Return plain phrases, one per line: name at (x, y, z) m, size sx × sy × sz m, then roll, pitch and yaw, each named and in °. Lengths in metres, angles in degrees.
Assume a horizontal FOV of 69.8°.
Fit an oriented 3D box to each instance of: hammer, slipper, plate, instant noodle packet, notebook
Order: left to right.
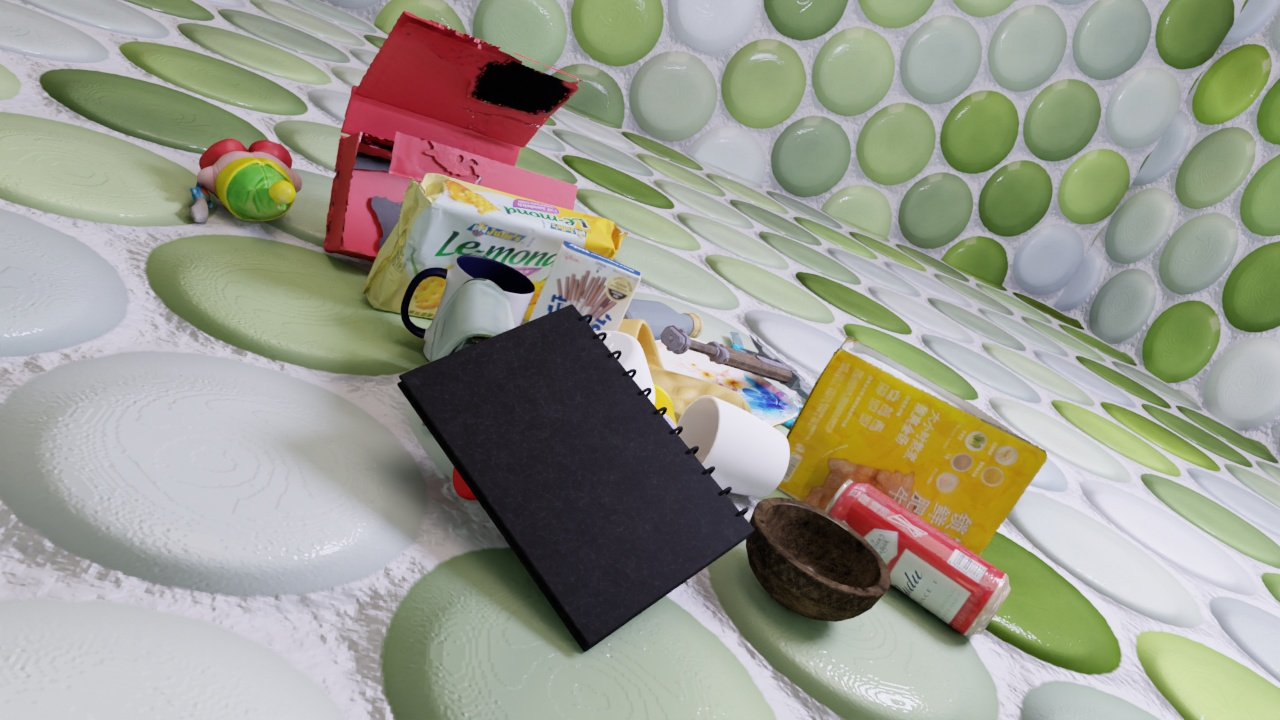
notebook at (-0.042, 0.069, 0.668) m, size 0.168 × 0.019 × 0.231 m, roll -26°, pitch 68°, yaw -36°
slipper at (-0.006, 0.006, 0.951) m, size 0.263 × 0.079 × 0.099 m, roll 21°, pitch 30°, yaw 0°
plate at (0.079, 0.031, 1.072) m, size 0.187 × 0.016 × 0.186 m, roll 35°, pitch 27°, yaw 28°
hammer at (0.112, 0.001, 1.030) m, size 0.147 × 0.028 × 0.316 m, roll 43°, pitch 15°, yaw 29°
instant noodle packet at (0.260, 0.101, 0.915) m, size 0.221 × 0.163 × 0.084 m, roll 30°, pitch 19°, yaw 12°

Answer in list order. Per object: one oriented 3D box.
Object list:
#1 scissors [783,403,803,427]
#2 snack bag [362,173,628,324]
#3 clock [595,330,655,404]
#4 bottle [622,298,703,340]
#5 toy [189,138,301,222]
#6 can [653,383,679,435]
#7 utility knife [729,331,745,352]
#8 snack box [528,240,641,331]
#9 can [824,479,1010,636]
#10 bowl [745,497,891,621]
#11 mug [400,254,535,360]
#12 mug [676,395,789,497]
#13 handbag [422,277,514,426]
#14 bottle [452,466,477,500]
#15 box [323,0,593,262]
scissors at (0.168, 0.072, 1.102) m, size 0.141 × 0.014 × 0.090 m, roll 13°, pitch 29°, yaw -28°
snack bag at (-0.149, -0.105, 0.946) m, size 0.246 × 0.160 × 0.068 m, roll 10°, pitch 46°, yaw -36°
clock at (-0.055, 0.020, 0.796) m, size 0.125 × 0.073 × 0.160 m, roll -14°, pitch 25°, yaw 5°
bottle at (0.018, -0.048, 1.172) m, size 0.161 × 0.046 × 0.072 m, roll 2°, pitch 30°, yaw -48°
toy at (-0.411, -0.187, 0.966) m, size 0.124 × 0.097 × 0.131 m, roll -1°, pitch 51°, yaw -39°
can at (0.002, 0.069, 0.830) m, size 0.067 × 0.068 × 0.105 m, roll 20°, pitch 21°, yaw -13°
utility knife at (0.140, 0.002, 1.236) m, size 0.031 × 0.015 × 0.208 m, roll 22°, pitch 24°, yaw -11°
snack box at (-0.066, -0.031, 0.881) m, size 0.082 × 0.150 × 0.026 m, roll 23°, pitch 17°, yaw -7°
can at (0.250, 0.179, 0.846) m, size 0.170 × 0.067 × 0.067 m, roll 34°, pitch 22°, yaw 23°
bowl at (0.136, 0.171, 0.748) m, size 0.121 × 0.056 × 0.121 m, roll 22°, pitch 20°, yaw -9°
mug at (-0.169, -0.045, 0.871) m, size 0.112 × 0.097 × 0.078 m, roll 18°, pitch 21°, yaw -18°
mug at (0.079, 0.086, 0.887) m, size 0.087 × 0.081 × 0.114 m, roll 23°, pitch -12°, yaw -24°
handbag at (-0.145, -0.002, 0.782) m, size 0.067 × 0.106 × 0.121 m, roll 16°, pitch 22°, yaw -16°
bottle at (-0.087, 0.091, 0.716) m, size 0.118 × 0.036 × 0.036 m, roll 8°, pitch 26°, yaw -40°
box at (-0.210, -0.243, 1.011) m, size 0.210 × 0.316 × 0.124 m, roll 11°, pitch 22°, yaw -36°
